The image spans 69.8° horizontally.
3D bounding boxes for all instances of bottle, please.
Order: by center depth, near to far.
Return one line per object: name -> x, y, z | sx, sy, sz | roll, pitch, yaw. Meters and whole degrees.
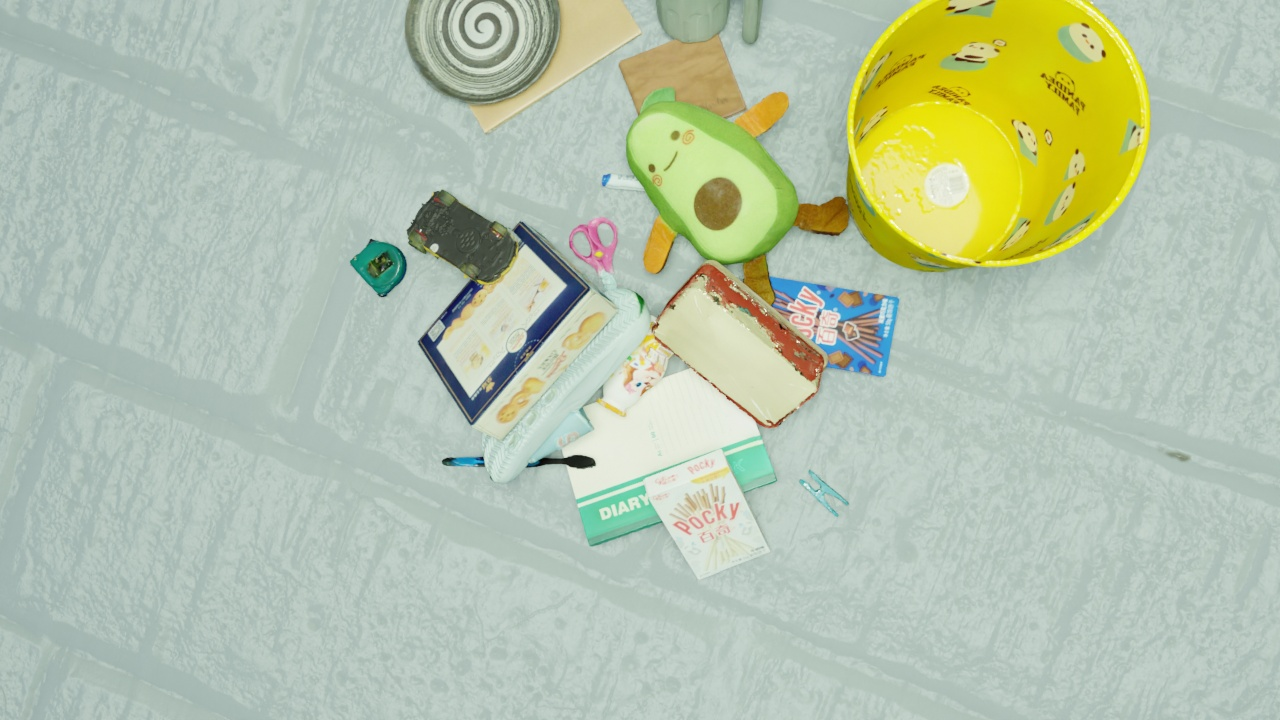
bottle -> -0.006, 0.006, 0.976 | 0.063, 0.063, 0.108 | 29, 87, 7

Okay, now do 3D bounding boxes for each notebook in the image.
notebook -> 0.022, 0.095, 0.978 | 0.209, 0.012, 0.150 | -21, 69, 6
notebook -> -0.123, -0.370, 1.028 | 0.208, 0.008, 0.148 | -31, 85, 6

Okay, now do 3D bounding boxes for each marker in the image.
marker -> 0.030, -0.190, 1.001 | 0.146, 0.017, 0.017 | 6, 90, 7

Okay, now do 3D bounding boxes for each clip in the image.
clip -> 0.194, 0.141, 0.976 | 0.056, 0.014, 0.043 | 41, 94, 7

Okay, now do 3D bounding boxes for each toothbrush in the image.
toothbrush -> -0.135, 0.112, 1.004 | 0.190, 0.016, 0.014 | -3, 75, 21

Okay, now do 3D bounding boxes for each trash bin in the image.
trash bin -> 0.294, -0.185, 0.845 | 0.230, 0.255, 0.229 | 0, 89, 7

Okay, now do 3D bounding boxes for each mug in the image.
mug -> 0.070, -0.382, 0.945 | 0.124, 0.103, 0.083 | 31, 79, 11

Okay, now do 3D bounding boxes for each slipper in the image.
slipper -> -0.075, 0.028, 0.951 | 0.246, 0.074, 0.104 | -46, 41, 11

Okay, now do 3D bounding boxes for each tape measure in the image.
tape measure -> -0.294, -0.108, 1.038 | 0.054, 0.025, 0.058 | -44, 85, 6

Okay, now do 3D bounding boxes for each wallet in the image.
wallet -> 0.046, -0.299, 1.000 | 0.115, 0.020, 0.101 | -22, 88, 4

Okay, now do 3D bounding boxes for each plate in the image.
plate -> -0.173, -0.372, 1.018 | 0.179, 0.024, 0.179 | 0, 91, 8

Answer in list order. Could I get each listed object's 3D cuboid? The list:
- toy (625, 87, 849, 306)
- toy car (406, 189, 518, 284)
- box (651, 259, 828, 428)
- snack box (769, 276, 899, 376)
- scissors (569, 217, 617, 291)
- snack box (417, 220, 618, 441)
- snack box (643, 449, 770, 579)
toy -> 0.081, -0.174, 0.940 | 0.247, 0.089, 0.227 | 41, 105, 2
toy car -> -0.192, -0.130, 0.994 | 0.156, 0.041, 0.071 | 30, 85, 30
box -> 0.099, -0.012, 0.924 | 0.168, 0.076, 0.092 | 39, 127, -6
snack box -> 0.188, -0.037, 0.973 | 0.157, 0.026, 0.084 | 10, 91, 8
scissors -> -0.037, -0.091, 1.010 | 0.057, 0.017, 0.133 | -19, 90, 1
snack box -> -0.134, -0.036, 0.953 | 0.178, 0.045, 0.182 | -48, 43, 4
snack box -> 0.070, 0.160, 0.936 | 0.085, 0.026, 0.157 | -23, 131, 7
